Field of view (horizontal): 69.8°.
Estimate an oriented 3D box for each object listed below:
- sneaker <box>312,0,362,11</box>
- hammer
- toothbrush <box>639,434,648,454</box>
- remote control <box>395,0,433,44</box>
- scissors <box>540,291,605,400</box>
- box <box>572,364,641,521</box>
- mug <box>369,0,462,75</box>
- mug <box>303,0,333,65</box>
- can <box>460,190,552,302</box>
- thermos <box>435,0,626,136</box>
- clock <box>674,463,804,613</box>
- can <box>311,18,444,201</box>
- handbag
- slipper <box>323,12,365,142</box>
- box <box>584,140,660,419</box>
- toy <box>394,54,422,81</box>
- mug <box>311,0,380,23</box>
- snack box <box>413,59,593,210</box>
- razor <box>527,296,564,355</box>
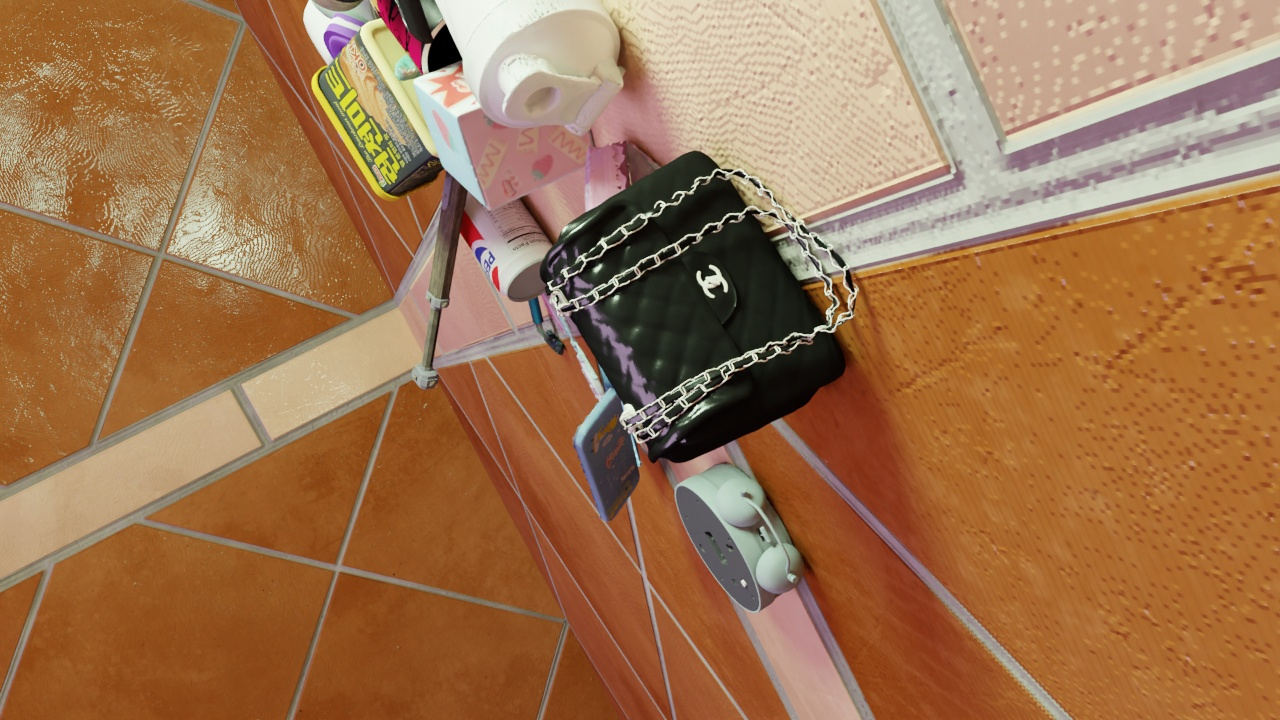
[{"bbox_3d":[-0.252,-0.423,0.750,0.122,0.085,0.238,3,109,49],"label":"sneaker"},{"bbox_3d":[-0.195,-0.111,0.912,0.147,0.028,0.317,40,125,39],"label":"hammer"},{"bbox_3d":[-0.005,0.005,0.815,0.026,0.027,0.223,-98,-4,-47],"label":"toothbrush"},{"bbox_3d":[-0.170,-0.283,0.607,0.033,0.015,0.147,-123,15,-54],"label":"remote control"},{"bbox_3d":[-0.067,-0.014,0.967,0.170,0.013,0.177,52,169,51],"label":"scissors"},{"bbox_3d":[-0.024,0.070,0.880,0.210,0.043,0.124,79,-164,-60],"label":"box"},{"bbox_3d":[-0.153,-0.279,0.697,0.098,0.081,0.118,54,161,24],"label":"mug"},{"bbox_3d":[-0.317,-0.361,1.020,0.068,0.094,0.116,57,156,7],"label":"mug"},{"bbox_3d":[-0.139,-0.128,0.923,0.132,0.070,0.070,55,162,21],"label":"can"},{"bbox_3d":[-0.088,-0.240,0.573,0.220,0.099,0.099,62,165,19],"label":"thermos"},{"bbox_3d":[0.083,0.144,0.756,0.122,0.045,0.159,60,163,3],"label":"clock"},{"bbox_3d":[-0.212,-0.222,0.807,0.101,0.072,0.131,-19,105,47],"label":"can"},{"bbox_3d":[0.027,-0.030,0.494,0.153,0.125,0.115,59,164,8],"label":"handbag"},{"bbox_3d":[-0.271,-0.251,0.972,0.107,0.084,0.267,25,171,1],"label":"slipper"},{"bbox_3d":[0.009,-0.050,0.672,0.231,0.071,0.084,80,-173,-49],"label":"box"},{"bbox_3d":[-0.143,-0.224,0.761,0.105,0.084,0.033,42,137,-1],"label":"toy"},{"bbox_3d":[-0.253,-0.350,0.895,0.104,0.084,0.111,34,173,33],"label":"mug"},{"bbox_3d":[-0.101,-0.179,0.683,0.093,0.094,0.080,45,157,45],"label":"snack box"},{"bbox_3d":[-0.120,-0.068,1.050,0.042,0.022,0.144,41,154,47],"label":"razor"}]
